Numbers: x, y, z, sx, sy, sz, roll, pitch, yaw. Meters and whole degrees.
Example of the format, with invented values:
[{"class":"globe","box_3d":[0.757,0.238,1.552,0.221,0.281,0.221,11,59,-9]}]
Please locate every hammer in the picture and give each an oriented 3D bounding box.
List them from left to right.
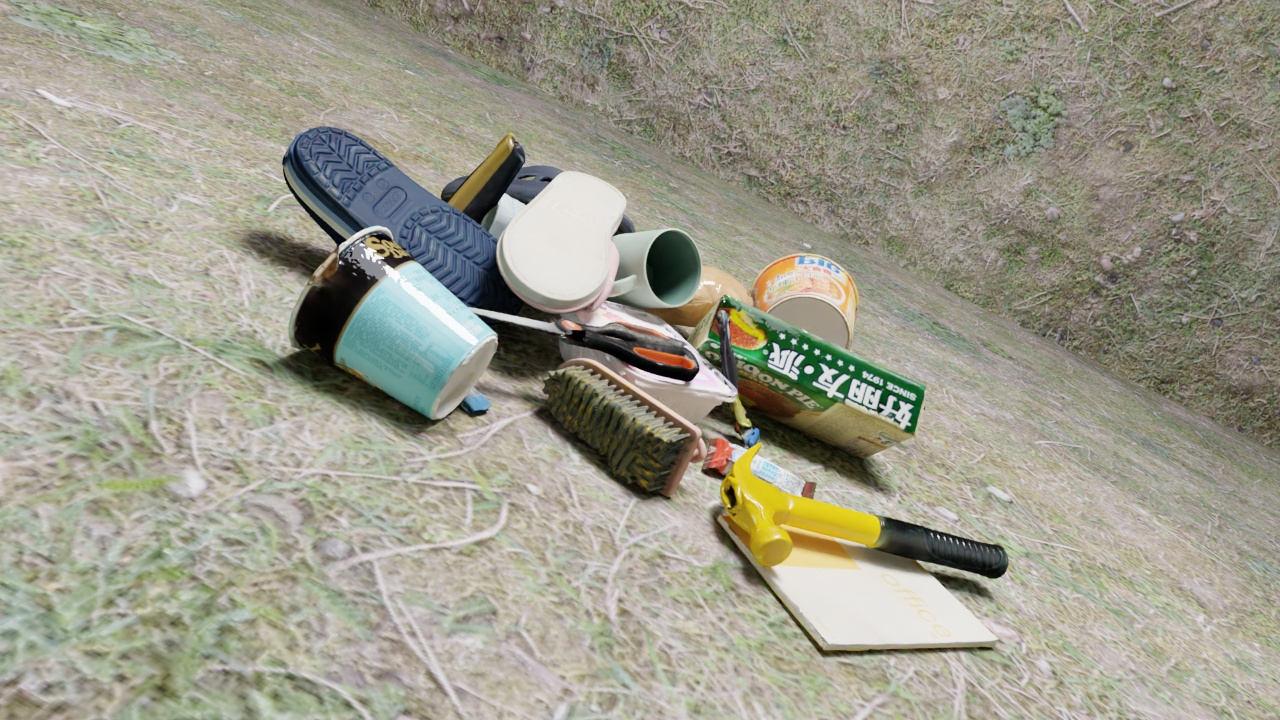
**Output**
[{"class":"hammer","box_3d":[0.195,0.143,0.771,0.300,0.033,0.128,18,26,-25]}]

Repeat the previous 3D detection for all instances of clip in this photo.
[{"class":"clip","box_3d":[-0.145,0.024,0.726,0.057,0.028,0.024,41,24,15]}]

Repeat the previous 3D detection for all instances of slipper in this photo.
[{"class":"slipper","box_3d":[-0.226,-0.107,0.856,0.252,0.095,0.104,39,48,-20]},{"class":"slipper","box_3d":[-0.120,-0.197,1.102,0.268,0.083,0.111,13,-22,29]},{"class":"slipper","box_3d":[-0.074,-0.114,0.903,0.114,0.055,0.273,22,33,-6]}]

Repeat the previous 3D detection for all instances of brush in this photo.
[{"class":"brush","box_3d":[-0.017,0.047,0.754,0.146,0.063,0.072,34,24,27]}]

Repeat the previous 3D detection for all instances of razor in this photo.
[{"class":"razor","box_3d":[-0.180,-0.166,0.951,0.067,0.168,0.062,42,20,-7]},{"class":"razor","box_3d":[0.090,0.021,0.890,0.022,0.143,0.042,-11,12,16]}]

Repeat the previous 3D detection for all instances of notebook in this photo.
[{"class":"notebook","box_3d":[0.174,0.176,0.731,0.206,0.010,0.146,12,23,-35]}]

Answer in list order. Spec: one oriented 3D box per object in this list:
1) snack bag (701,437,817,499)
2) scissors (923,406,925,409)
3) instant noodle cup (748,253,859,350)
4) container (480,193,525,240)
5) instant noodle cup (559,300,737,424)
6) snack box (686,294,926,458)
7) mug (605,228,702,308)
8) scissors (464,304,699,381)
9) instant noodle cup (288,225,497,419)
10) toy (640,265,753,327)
[{"class":"snack bag","box_3d":[0.106,0.102,0.816,0.104,0.026,0.048,27,39,0]},{"class":"scissors","box_3d":[0.246,0.035,1.138,0.214,0.015,0.197,8,-15,41]},{"class":"instant noodle cup","box_3d":[0.212,-0.051,1.198,0.151,0.152,0.111,25,27,-3]},{"class":"container","box_3d":[-0.126,-0.118,1.019,0.111,0.090,0.090,23,19,-18]},{"class":"instant noodle cup","box_3d":[-0.005,0.005,0.883,0.137,0.060,0.173,11,25,-38]},{"class":"snack box","box_3d":[0.166,0.022,0.970,0.240,0.063,0.115,24,-22,-5]},{"class":"mug","box_3d":[-0.010,-0.090,0.973,0.111,0.082,0.106,-29,21,-38]},{"class":"scissors","box_3d":[-0.042,-0.017,0.770,0.125,0.022,0.234,38,23,34]},{"class":"instant noodle cup","box_3d":[-0.175,-0.020,0.677,0.120,0.111,0.111,36,20,5]},{"class":"toy","box_3d":[0.068,-0.073,1.075,0.226,0.082,0.143,14,23,35]}]
